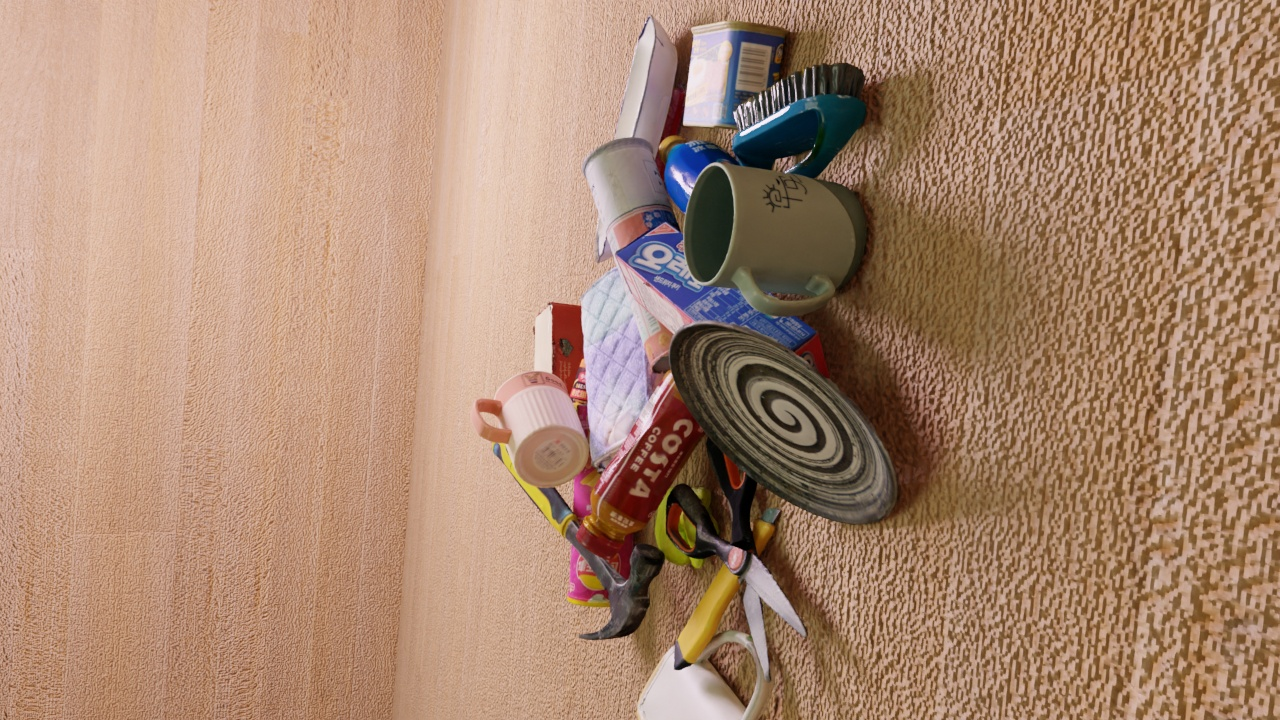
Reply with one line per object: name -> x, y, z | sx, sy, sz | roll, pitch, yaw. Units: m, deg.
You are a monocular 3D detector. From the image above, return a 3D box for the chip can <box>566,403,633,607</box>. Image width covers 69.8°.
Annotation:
chip can -> -0.040, 0.154, 0.990 | 0.071, 0.071, 0.210 | 169, 104, -69

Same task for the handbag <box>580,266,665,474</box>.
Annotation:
handbag -> -0.005, 0.005, 0.915 | 0.135, 0.075, 0.193 | -32, 54, 49

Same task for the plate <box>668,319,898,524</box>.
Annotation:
plate -> 0.094, 0.038, 0.599 | 0.179, 0.024, 0.180 | 35, 154, 20

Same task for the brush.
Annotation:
brush -> 0.112, -0.165, 0.671 | 0.144, 0.055, 0.073 | 175, 98, -69

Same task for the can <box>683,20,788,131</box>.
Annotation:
can -> 0.077, -0.238, 0.777 | 0.102, 0.057, 0.083 | -141, 55, -65

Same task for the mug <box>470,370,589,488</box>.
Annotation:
mug -> -0.117, 0.068, 0.950 | 0.082, 0.114, 0.106 | -68, 27, 22

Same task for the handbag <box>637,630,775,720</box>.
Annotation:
handbag -> 0.054, 0.294, 0.745 | 0.163, 0.063, 0.179 | -145, 65, -64

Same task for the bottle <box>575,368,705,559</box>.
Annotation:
bottle -> 0.005, 0.092, 0.801 | 0.175, 0.057, 0.057 | -58, 26, 5

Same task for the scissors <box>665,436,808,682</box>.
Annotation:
scissors -> 0.076, 0.133, 0.716 | 0.227, 0.021, 0.197 | 3, 75, 63

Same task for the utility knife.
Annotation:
utility knife -> 0.070, 0.184, 0.738 | 0.168, 0.015, 0.033 | -61, 22, 17

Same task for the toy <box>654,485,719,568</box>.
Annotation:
toy -> 0.039, 0.153, 0.841 | 0.100, 0.031, 0.096 | 121, 149, -44

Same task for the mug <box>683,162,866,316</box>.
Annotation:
mug -> 0.096, -0.077, 0.627 | 0.082, 0.106, 0.111 | 121, 147, -49

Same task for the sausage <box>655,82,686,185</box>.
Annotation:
sausage -> 0.024, -0.213, 0.963 | 0.020, 0.020, 0.156 | -122, 41, -57

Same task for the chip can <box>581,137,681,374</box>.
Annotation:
chip can -> 0.009, -0.096, 0.843 | 0.071, 0.071, 0.214 | -49, 54, 58

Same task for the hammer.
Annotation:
hammer -> -0.084, 0.167, 0.960 | 0.323, 0.031, 0.126 | 41, 116, 49

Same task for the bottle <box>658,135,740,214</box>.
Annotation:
bottle -> 0.061, -0.148, 0.789 | 0.218, 0.065, 0.065 | -120, 39, -55

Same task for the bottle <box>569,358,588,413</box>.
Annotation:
bottle -> -0.050, 0.032, 1.063 | 0.067, 0.066, 0.149 | -173, 94, -69

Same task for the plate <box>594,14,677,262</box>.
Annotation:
plate -> -0.005, -0.230, 0.986 | 0.161, 0.034, 0.266 | -95, 18, -57

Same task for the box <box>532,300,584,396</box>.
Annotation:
box -> -0.107, 0.013, 1.183 | 0.091, 0.076, 0.168 | 148, 124, -64

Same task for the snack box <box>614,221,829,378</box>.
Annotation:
snack box -> 0.056, -0.037, 0.704 | 0.207, 0.057, 0.058 | 44, 165, 46
